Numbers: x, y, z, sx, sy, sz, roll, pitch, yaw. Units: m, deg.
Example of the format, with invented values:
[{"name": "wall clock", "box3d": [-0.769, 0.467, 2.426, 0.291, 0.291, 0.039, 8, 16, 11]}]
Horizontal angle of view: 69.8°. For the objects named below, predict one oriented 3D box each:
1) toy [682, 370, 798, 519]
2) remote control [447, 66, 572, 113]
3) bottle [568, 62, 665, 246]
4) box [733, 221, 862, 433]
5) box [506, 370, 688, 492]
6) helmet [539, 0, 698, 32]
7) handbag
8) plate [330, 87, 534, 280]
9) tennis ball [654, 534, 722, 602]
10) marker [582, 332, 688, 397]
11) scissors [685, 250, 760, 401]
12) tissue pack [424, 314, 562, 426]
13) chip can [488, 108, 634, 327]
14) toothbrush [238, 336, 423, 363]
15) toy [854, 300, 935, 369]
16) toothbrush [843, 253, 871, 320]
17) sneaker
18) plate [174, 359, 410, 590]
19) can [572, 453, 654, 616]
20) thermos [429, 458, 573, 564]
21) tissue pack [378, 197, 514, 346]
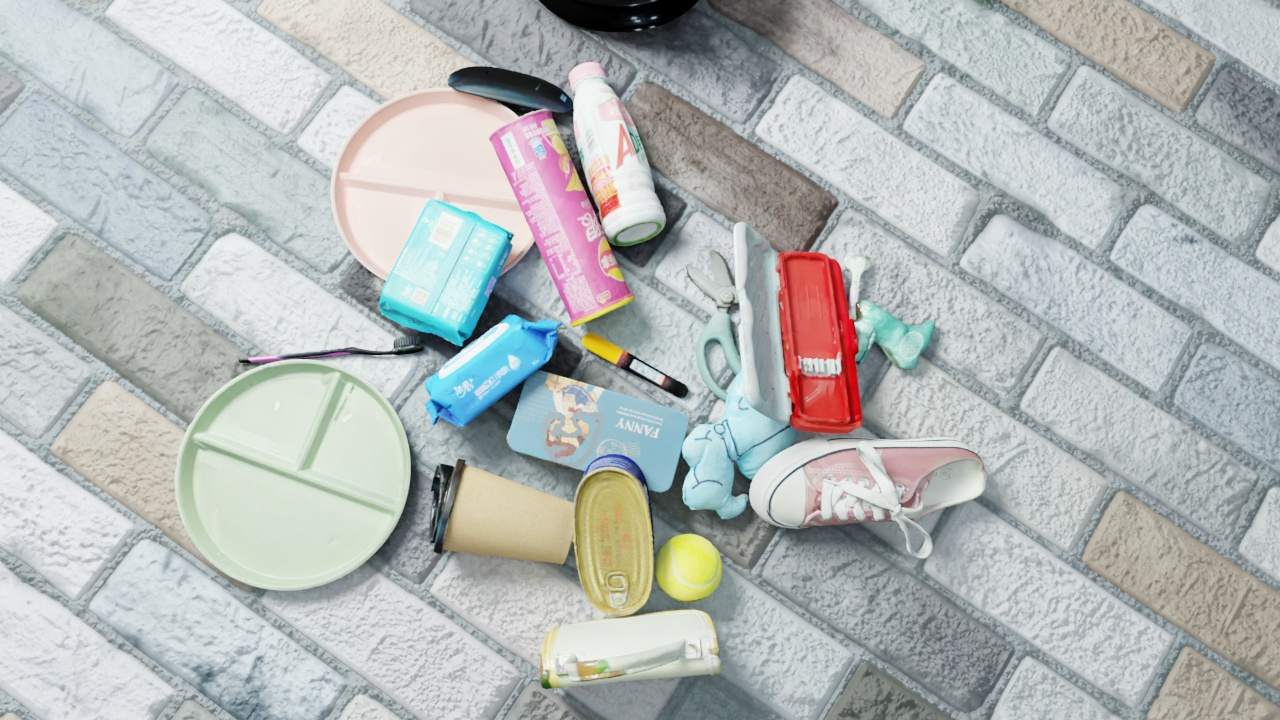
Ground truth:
[{"name": "toy", "box3d": [0.107, 0.077, 0.922, 0.156, 0.050, 0.161, -9, 100, -30]}, {"name": "remote control", "box3d": [-0.138, -0.296, 0.989, 0.136, 0.024, 0.053, 11, 41, -7]}, {"name": "bottle", "box3d": [-0.031, -0.222, 0.976, 0.068, 0.068, 0.196, -16, 76, -5]}, {"name": "box", "box3d": [0.148, -0.030, 0.914, 0.160, 0.064, 0.200, 14, 60, -30]}, {"name": "box", "box3d": [-0.037, 0.075, 0.921, 0.184, 0.063, 0.089, 14, 80, 2]}, {"name": "helmet", "box3d": [-0.022, -0.475, 0.938, 0.233, 0.230, 0.275, -39, 122, -9]}, {"name": "handbag", "box3d": [-0.009, 0.263, 0.830, 0.163, 0.179, 0.063, -6, 74, -2]}, {"name": "plate", "box3d": [-0.211, -0.180, 0.977, 0.229, 0.028, 0.229, 0, 80, -2]}, {"name": "tennis ball", "box3d": [0.047, 0.203, 0.899, 0.065, 0.065, 0.065, 0, 80, -2]}, {"name": "marker", "box3d": [-0.006, 0.006, 0.960, 0.124, 0.015, 0.018, 28, 81, 0]}, {"name": "scissors", "box3d": [0.123, -0.045, 0.972, 0.172, 0.019, 0.176, -12, 79, -3]}, {"name": "tissue pack", "box3d": [-0.149, 0.004, 0.910, 0.157, 0.095, 0.052, -38, 105, -9]}, {"name": "chip can", "box3d": [-0.079, -0.143, 0.932, 0.071, 0.071, 0.210, -24, 94, -7]}, {"name": "toothbrush", "box3d": [-0.320, -0.010, 0.950, 0.189, 0.014, 0.017, -4, 70, -3]}, {"name": "toy", "box3d": [0.256, -0.023, 0.961, 0.092, 0.030, 0.096, 33, 75, -7]}, {"name": "toothbrush", "box3d": [0.221, -0.021, 0.972, 0.029, 0.020, 0.189, 7, 80, 5]}, {"name": "sneaker", "box3d": [0.231, 0.127, 0.898, 0.241, 0.087, 0.118, -5, 109, -6]}, {"name": "plate", "box3d": [-0.344, 0.113, 0.919, 0.230, 0.027, 0.230, 0, 79, -2]}, {"name": "can", "box3d": [-0.024, 0.164, 0.870, 0.074, 0.049, 0.148, -4, 103, 5]}, {"name": "thermos", "box3d": [-0.137, 0.152, 0.894, 0.143, 0.093, 0.093, 14, 79, -8]}, {"name": "tissue pack", "box3d": [-0.194, -0.088, 0.921, 0.093, 0.050, 0.133, 25, 80, 0]}]
